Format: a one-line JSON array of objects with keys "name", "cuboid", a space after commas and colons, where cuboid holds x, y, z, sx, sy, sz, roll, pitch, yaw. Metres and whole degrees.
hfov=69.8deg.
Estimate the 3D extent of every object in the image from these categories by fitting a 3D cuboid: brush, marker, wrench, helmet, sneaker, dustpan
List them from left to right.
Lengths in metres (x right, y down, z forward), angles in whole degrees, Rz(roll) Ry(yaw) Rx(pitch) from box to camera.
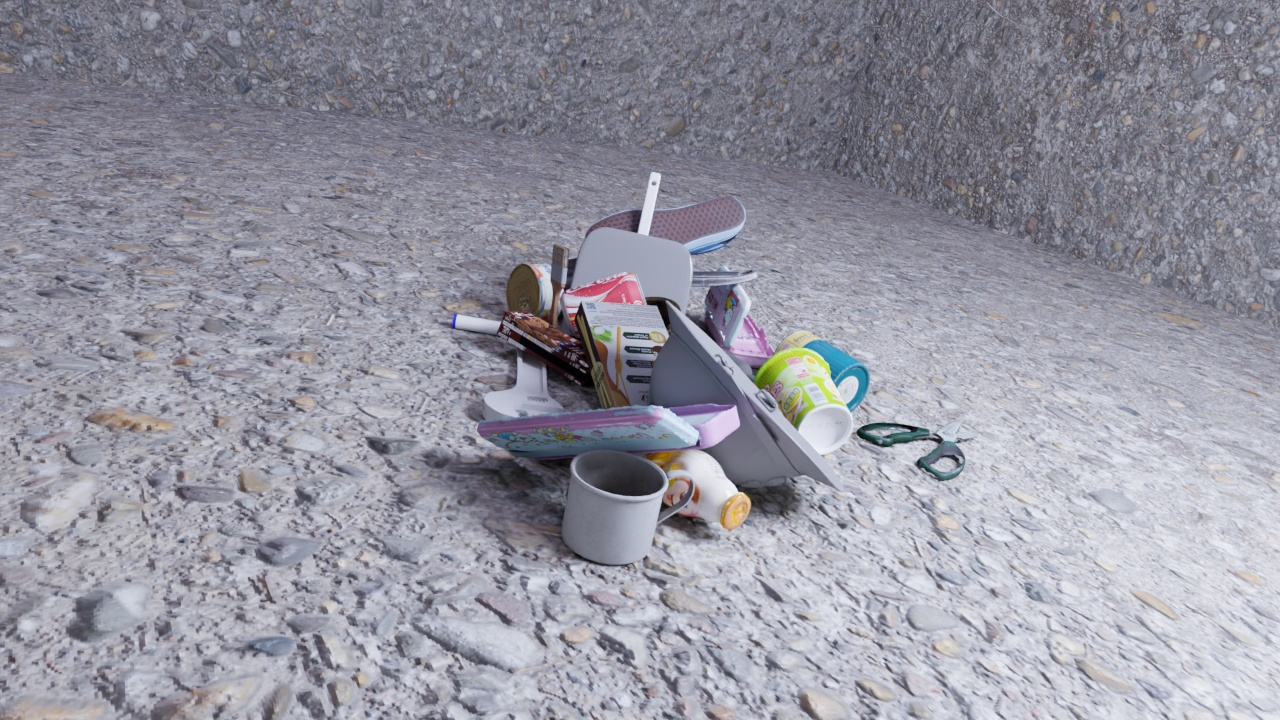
[{"name": "marker", "cuboid": [-0.178, -0.041, 1.221, 0.141, 0.020, 0.020, 10, 20, -6]}, {"name": "wrench", "cuboid": [-0.139, 0.021, 1.079, 0.086, 0.018, 0.273, 8, 19, -11]}, {"name": "brush", "cuboid": [-0.108, -0.075, 1.169, 0.008, 0.143, 0.045, 1, 14, -25]}, {"name": "dustpan", "cuboid": [-0.005, -0.142, 1.283, 0.163, 0.257, 0.033, 12, -4, 1]}, {"name": "sneaker", "cuboid": [0.035, -0.176, 1.361, 0.241, 0.083, 0.098, -13, -16, -10]}, {"name": "helmet", "cuboid": [0.077, 0.067, 0.945, 0.271, 0.118, 0.183, 50, 8, 27]}]

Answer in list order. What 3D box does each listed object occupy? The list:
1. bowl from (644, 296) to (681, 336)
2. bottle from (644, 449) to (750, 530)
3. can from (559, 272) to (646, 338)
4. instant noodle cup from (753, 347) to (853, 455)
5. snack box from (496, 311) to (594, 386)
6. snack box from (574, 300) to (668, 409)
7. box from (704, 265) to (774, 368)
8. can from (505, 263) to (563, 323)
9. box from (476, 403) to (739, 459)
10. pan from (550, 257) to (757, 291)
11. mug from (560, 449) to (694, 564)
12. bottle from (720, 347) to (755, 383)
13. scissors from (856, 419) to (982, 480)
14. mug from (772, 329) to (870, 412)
[{"name": "bowl", "cuboid": [0.001, -0.028, 1.212, 0.121, 0.056, 0.121, -13, 32, 8]}, {"name": "bottle", "cuboid": [0.052, 0.117, 0.857, 0.063, 0.063, 0.109, -8, 28, -43]}, {"name": "can", "cuboid": [-0.047, -0.073, 1.188, 0.105, 0.064, 0.064, -18, 22, 1]}, {"name": "instant noodle cup", "cuboid": [0.195, 0.053, 1.081, 0.098, 0.099, 0.108, 5, 29, -18]}, {"name": "snack box", "cuboid": [-0.106, -0.016, 1.134, 0.141, 0.032, 0.051, 30, 15, 24]}, {"name": "snack box", "cuboid": [-0.006, 0.006, 1.072, 0.101, 0.032, 0.185, 2, 44, -24]}, {"name": "box", "cuboid": [0.149, -0.071, 1.363, 0.087, 0.103, 0.201, 6, 21, -9]}, {"name": "can", "cuboid": [-0.148, -0.092, 1.277, 0.043, 0.086, 0.086, -4, 25, -41]}, {"name": "box", "cuboid": [-0.031, 0.065, 0.847, 0.215, 0.049, 0.149, -8, -10, 35]}, {"name": "pan", "cuboid": [-0.008, -0.125, 1.360, 0.357, 0.055, 0.186, -6, 19, 16]}, {"name": "mug", "cuboid": [-0.010, 0.125, 0.789, 0.113, 0.071, 0.084, 5, 21, -18]}, {"name": "bottle", "cuboid": [0.127, 0.012, 1.233, 0.030, 0.030, 0.113, -3, 25, -36]}, {"name": "scissors", "cuboid": [0.356, 0.094, 1.165, 0.147, 0.015, 0.209, 20, 22, 27]}, {"name": "mug", "cuboid": [0.223, 0.026, 1.198, 0.113, 0.083, 0.107, -31, 42, -21]}]
